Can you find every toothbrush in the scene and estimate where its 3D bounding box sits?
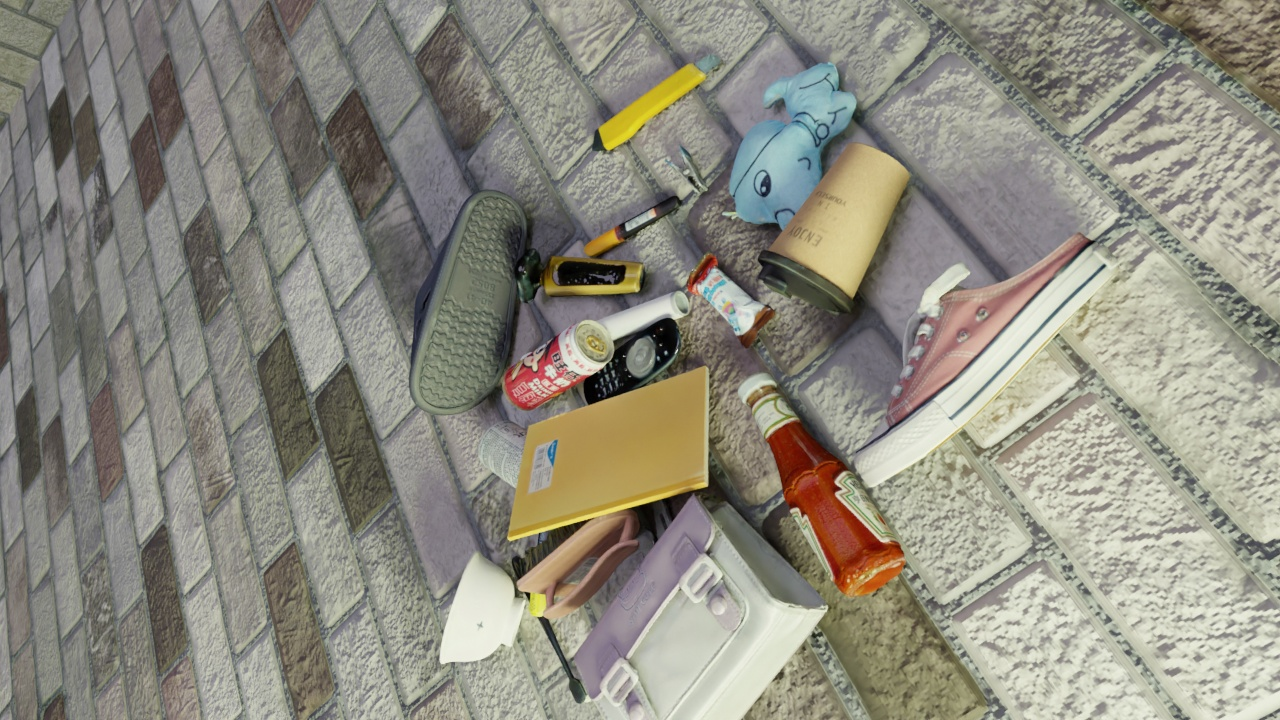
[{"bbox_3d":[-0.045,-0.028,0.968,0.222,0.026,0.026,-19,75,34],"label":"toothbrush"},{"bbox_3d":[-0.094,0.272,0.940,0.016,0.018,0.181,-49,52,17],"label":"toothbrush"}]

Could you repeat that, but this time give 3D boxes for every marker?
[{"bbox_3d":[-0.102,0.202,0.955,0.018,0.015,0.124,-8,66,33],"label":"marker"},{"bbox_3d":[-0.009,-0.142,0.977,0.124,0.015,0.018,-26,65,28],"label":"marker"}]

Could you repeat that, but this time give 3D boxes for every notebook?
[{"bbox_3d":[-0.030,0.087,0.871,0.207,0.010,0.145,-19,39,21],"label":"notebook"}]

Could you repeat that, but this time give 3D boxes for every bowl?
[{"bbox_3d":[-0.157,0.263,0.951,0.065,0.118,0.118,15,88,1],"label":"bowl"}]

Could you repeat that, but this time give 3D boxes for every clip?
[{"bbox_3d":[0.050,-0.191,0.935,0.044,0.027,0.058,-38,58,16],"label":"clip"}]

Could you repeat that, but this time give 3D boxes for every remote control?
[{"bbox_3d":[-0.006,0.005,0.928,0.137,0.024,0.053,-35,55,32],"label":"remote control"}]

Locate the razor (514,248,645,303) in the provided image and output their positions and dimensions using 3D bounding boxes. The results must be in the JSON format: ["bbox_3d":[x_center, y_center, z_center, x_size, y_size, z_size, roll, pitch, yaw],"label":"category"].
[{"bbox_3d":[-0.067,-0.091,0.982,0.168,0.067,0.062,4,82,33],"label":"razor"}]

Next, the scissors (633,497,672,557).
[{"bbox_3d":[0.045,0.211,0.845,0.225,0.015,0.189,9,85,41],"label":"scissors"}]

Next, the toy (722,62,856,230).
[{"bbox_3d":[0.135,-0.194,0.853,0.157,0.049,0.161,-37,52,24],"label":"toy"}]

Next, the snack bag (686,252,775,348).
[{"bbox_3d":[0.084,-0.058,0.873,0.045,0.026,0.105,-51,55,13],"label":"snack bag"}]

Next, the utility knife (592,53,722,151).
[{"bbox_3d":[0.016,-0.276,0.990,0.178,0.015,0.033,-28,68,29],"label":"utility knife"}]

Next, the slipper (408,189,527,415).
[{"bbox_3d":[-0.204,-0.065,1.066,0.083,0.110,0.268,-1,73,55],"label":"slipper"}]

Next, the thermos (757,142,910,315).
[{"bbox_3d":[0.166,-0.109,0.784,0.093,0.093,0.143,32,92,39],"label":"thermos"}]

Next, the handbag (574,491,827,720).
[{"bbox_3d":[0.040,0.230,0.775,0.197,0.098,0.145,-56,46,13],"label":"handbag"}]

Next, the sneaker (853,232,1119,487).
[{"bbox_3d":[0.238,-0.009,0.688,0.088,0.118,0.241,46,103,18],"label":"sneaker"}]

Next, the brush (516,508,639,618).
[{"bbox_3d":[-0.053,0.189,0.888,0.146,0.063,0.073,-43,45,28],"label":"brush"}]

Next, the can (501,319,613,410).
[{"bbox_3d":[-0.088,0.006,0.960,0.133,0.053,0.053,-30,61,42],"label":"can"}]

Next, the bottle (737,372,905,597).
[{"bbox_3d":[0.143,0.096,0.768,0.060,0.059,0.206,-43,55,22],"label":"bottle"}]

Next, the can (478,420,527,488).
[{"bbox_3d":[-0.105,0.116,0.959,0.147,0.058,0.058,26,95,40],"label":"can"}]
